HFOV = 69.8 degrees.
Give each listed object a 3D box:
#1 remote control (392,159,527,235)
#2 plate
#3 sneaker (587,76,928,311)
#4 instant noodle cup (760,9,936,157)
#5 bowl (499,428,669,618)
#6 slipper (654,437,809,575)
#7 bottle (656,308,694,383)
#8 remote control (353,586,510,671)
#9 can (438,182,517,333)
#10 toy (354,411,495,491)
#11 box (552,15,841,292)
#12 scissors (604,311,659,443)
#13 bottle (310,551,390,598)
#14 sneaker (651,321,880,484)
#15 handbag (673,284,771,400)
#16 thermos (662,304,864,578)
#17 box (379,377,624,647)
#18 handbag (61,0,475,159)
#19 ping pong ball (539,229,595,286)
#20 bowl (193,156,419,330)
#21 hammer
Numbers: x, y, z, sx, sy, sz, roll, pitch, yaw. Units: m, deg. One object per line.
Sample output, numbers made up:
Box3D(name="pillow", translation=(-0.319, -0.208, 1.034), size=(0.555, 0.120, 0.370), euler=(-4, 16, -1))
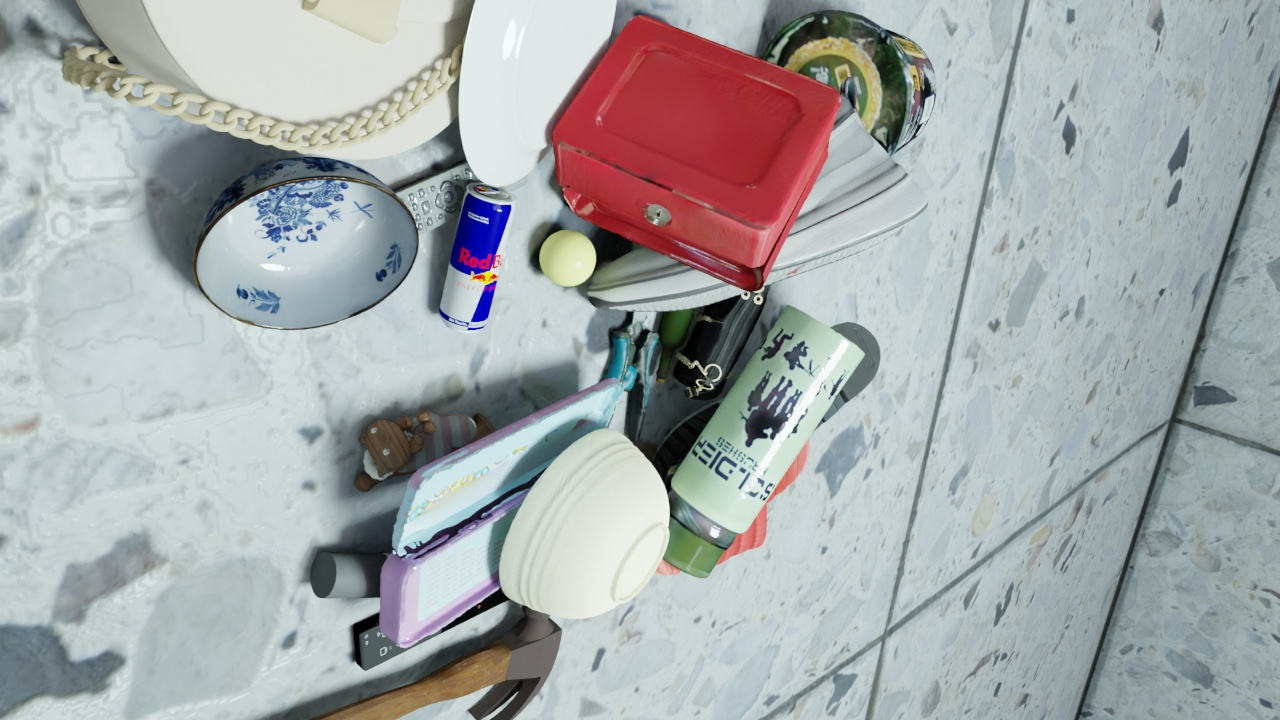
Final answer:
Box3D(name="remote control", translation=(-0.127, -0.102, 0.576), size=(0.136, 0.013, 0.033), euler=(-34, 131, -32))
Box3D(name="plate", translation=(-0.049, -0.191, 0.545), size=(0.188, 0.016, 0.189), euler=(-61, 168, -23))
Box3D(name="sneaker", translation=(0.074, -0.118, 0.692), size=(0.263, 0.097, 0.128), euler=(-22, 85, -1))
Box3D(name="instant noodle cup", translation=(0.180, -0.219, 0.770), size=(0.112, 0.137, 0.137), euler=(-25, 125, -50))
Box3D(name="bowl", translation=(-0.027, 0.134, 0.690), size=(0.150, 0.075, 0.151), euler=(-44, 150, -34))
Box3D(name="slipper", translation=(0.102, 0.140, 0.905), size=(0.248, 0.059, 0.104), euler=(-28, 126, -38))
Box3D(name="bottle", translation=(0.029, -0.032, 0.770), size=(0.025, 0.025, 0.106), euler=(3, 106, -48))
Box3D(name="remote control", translation=(-0.145, 0.186, 0.694), size=(0.149, 0.013, 0.034), euler=(-18, 121, -41))
Box3D(name="can", translation=(-0.105, -0.065, 0.590), size=(0.032, 0.032, 0.095), euler=(-9, 126, -45))
Box3D(name="toy", translation=(-0.142, 0.055, 0.615), size=(0.101, 0.041, 0.055), euler=(-20, 145, -31))
Box3D(name="box", translation=(0.036, -0.140, 0.604), size=(0.134, 0.157, 0.110), euler=(-64, 166, -12))
Box3D(name="scissors", translation=(-0.010, 0.009, 0.752), size=(0.147, 0.019, 0.123), euler=(-53, 137, -18))
Box3D(name="bottle", translation=(-0.170, 0.149, 0.637), size=(0.112, 0.030, 0.030), euler=(16, 96, -49))
Box3D(name="sneaker", translation=(0.115, 0.056, 0.853), size=(0.240, 0.089, 0.124), euler=(-36, 175, 5))
Box3D(name="handbag", translation=(0.073, -0.024, 0.771), size=(0.054, 0.079, 0.128), euler=(28, 87, -8))
Box3D(name="thermos", translation=(0.086, 0.069, 0.756), size=(0.082, 0.082, 0.231), euler=(27, 97, -50))
Box3D(name="box", translation=(-0.092, 0.099, 0.654), size=(0.213, 0.035, 0.151), euler=(-26, 141, -51))
Box3D(name="handbag", translation=(-0.158, -0.208, 0.438), size=(0.210, 0.103, 0.208), euler=(6, 103, -59))
Box3D(name="ping pong ball", translation=(-0.052, -0.073, 0.651), size=(0.040, 0.040, 0.040), euler=(-23, 123, -39))
Box3D(name="bowl", translation=(-0.181, -0.070, 0.493), size=(0.114, 0.045, 0.114), euler=(-19, 150, -12))
Box3D(name="hammer", translation=(-0.186, 0.251, 0.654), size=(0.322, 0.033, 0.115), euler=(-7, 119, -46))
